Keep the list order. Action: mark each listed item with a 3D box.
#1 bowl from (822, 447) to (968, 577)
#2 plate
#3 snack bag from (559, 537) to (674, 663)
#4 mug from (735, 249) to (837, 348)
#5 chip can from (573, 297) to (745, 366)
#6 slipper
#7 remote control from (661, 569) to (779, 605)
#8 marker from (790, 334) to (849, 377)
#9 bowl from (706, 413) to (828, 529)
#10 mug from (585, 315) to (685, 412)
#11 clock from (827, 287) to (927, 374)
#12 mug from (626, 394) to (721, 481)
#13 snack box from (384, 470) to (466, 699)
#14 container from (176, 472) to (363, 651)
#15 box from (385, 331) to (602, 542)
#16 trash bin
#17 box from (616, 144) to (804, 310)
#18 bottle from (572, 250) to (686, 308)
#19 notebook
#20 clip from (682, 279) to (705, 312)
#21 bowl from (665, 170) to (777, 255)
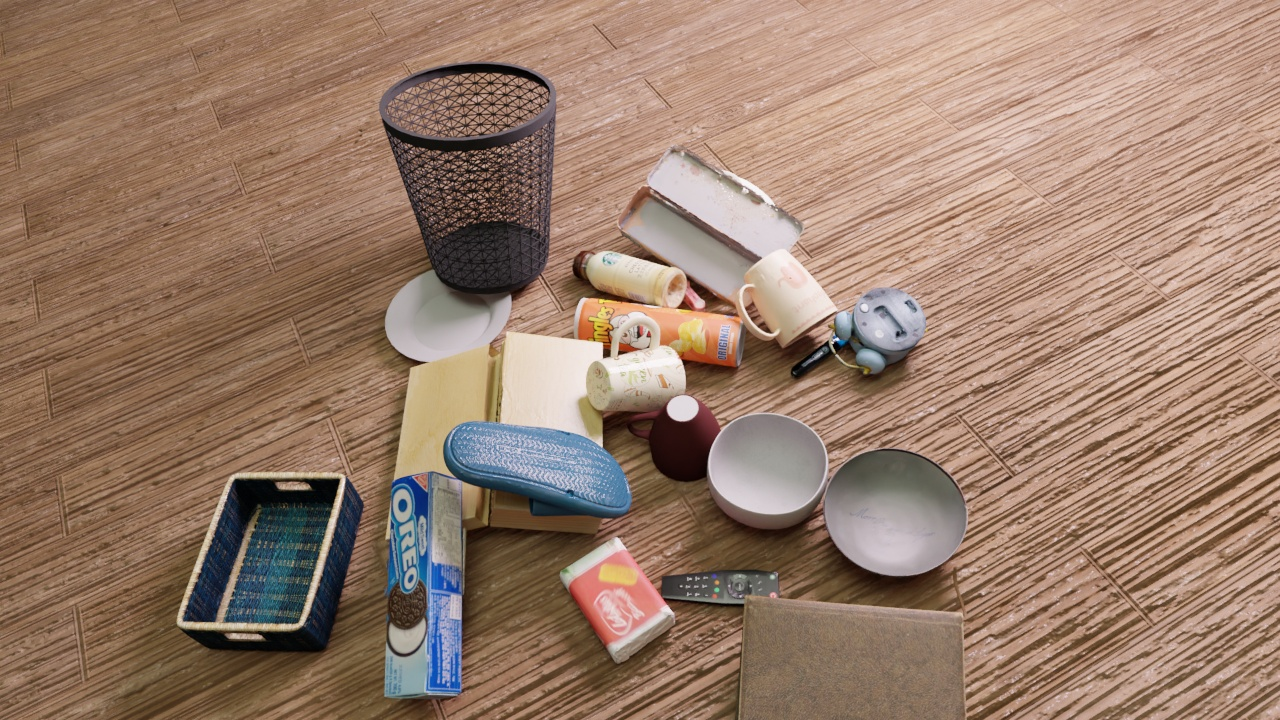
[{"bbox_3d":[0.268,0.171,0.980,0.151,0.057,0.150,-3,53,3],"label":"bowl"},{"bbox_3d":[-0.259,-0.061,1.249,0.173,0.019,0.172,-4,52,5],"label":"plate"},{"bbox_3d":[-0.025,0.251,0.969,0.077,0.036,0.116,-30,55,-16],"label":"snack bag"},{"bbox_3d":[0.170,-0.074,1.137,0.111,0.085,0.104,-29,80,-24],"label":"mug"},{"bbox_3d":[0.025,-0.037,1.167,0.210,0.062,0.062,8,54,13],"label":"chip can"},{"bbox_3d":[-0.109,0.119,0.988,0.213,0.059,0.103,17,42,-18],"label":"slipper"},{"bbox_3d":[0.085,0.243,0.977,0.125,0.010,0.039,-2,53,6],"label":"remote control"},{"bbox_3d":[0.236,-0.016,1.154,0.122,0.015,0.018,-34,60,-19],"label":"marker"},{"bbox_3d":[0.141,0.129,1.023,0.132,0.064,0.131,-4,52,4],"label":"bowl"},{"bbox_3d":[-0.006,0.006,1.083,0.097,0.122,0.081,-5,23,-33],"label":"mug"},{"bbox_3d":[0.290,-0.035,1.129,0.124,0.052,0.088,-29,70,-16],"label":"clock"},{"bbox_3d":[0.038,0.078,1.060,0.114,0.088,0.086,8,54,13],"label":"mug"},{"bbox_3d":[-0.223,0.232,0.954,0.059,0.059,0.226,-15,66,26],"label":"snack box"},{"bbox_3d":[-0.403,0.222,1.017,0.145,0.071,0.187,-1,53,7],"label":"container"},{"bbox_3d":[-0.168,0.089,1.092,0.261,0.097,0.246,-9,51,8],"label":"box"},{"bbox_3d":[-0.212,-0.233,1.215,0.217,0.244,0.216,0,42,0],"label":"trash bin"},{"bbox_3d":[0.092,-0.179,1.220,0.216,0.043,0.148,33,91,10],"label":"box"},{"bbox_3d":[-0.018,-0.112,1.227,0.162,0.056,0.056,19,57,33],"label":"bottle"},{"bbox_3d":[0.204,0.288,0.884,0.215,0.034,0.189,4,69,10],"label":"notebook"},{"bbox_3d":[0.066,-0.081,1.226,0.022,0.035,0.057,-28,60,-19],"label":"clip"},{"bbox_3d":[0.107,-0.217,1.290,0.177,0.071,0.177,-4,53,5],"label":"bowl"}]
